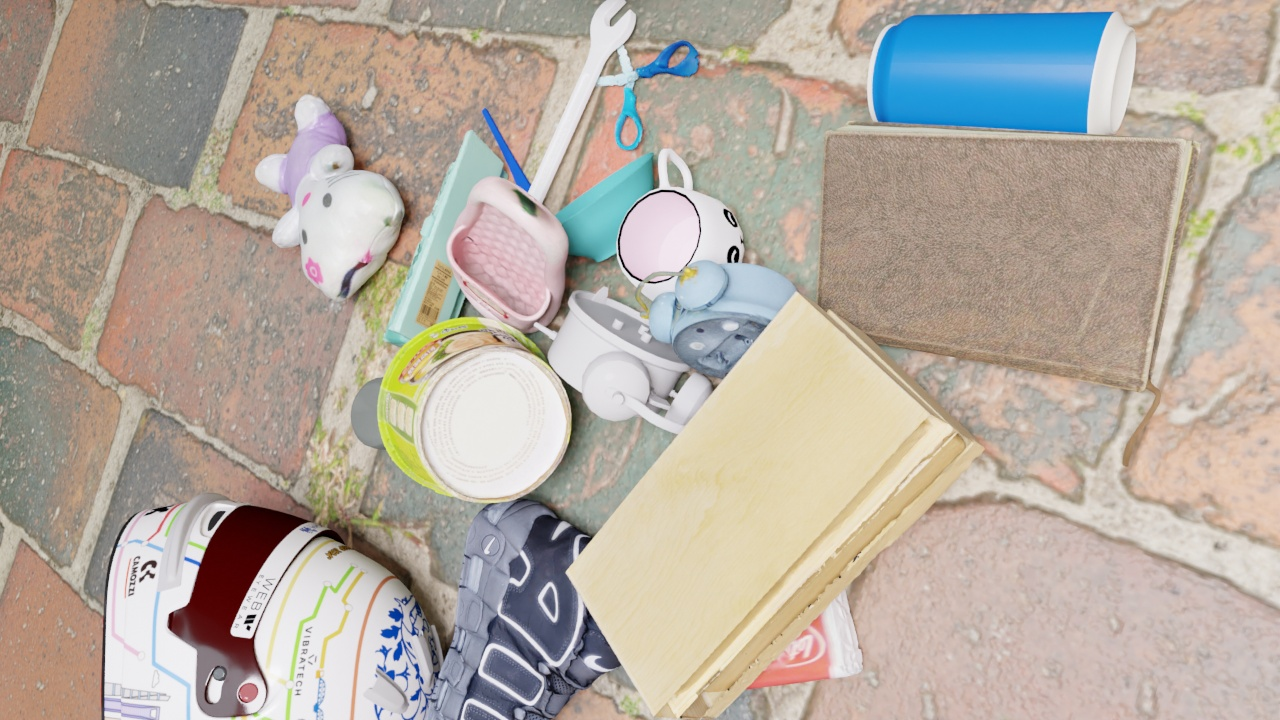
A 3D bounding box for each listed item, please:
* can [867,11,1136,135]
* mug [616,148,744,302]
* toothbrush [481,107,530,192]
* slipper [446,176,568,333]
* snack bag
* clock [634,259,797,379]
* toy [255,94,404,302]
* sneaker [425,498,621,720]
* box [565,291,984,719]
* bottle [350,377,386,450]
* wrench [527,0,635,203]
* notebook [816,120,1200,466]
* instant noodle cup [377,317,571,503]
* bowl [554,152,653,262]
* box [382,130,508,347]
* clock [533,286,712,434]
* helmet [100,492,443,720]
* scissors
[{"bbox_3d":[0.228,-0.179,0.585,0.146,0.078,0.079,13,88,34],"label":"can"},{"bbox_3d":[0.032,-0.099,0.696,0.090,0.076,0.123,-12,74,30],"label":"mug"},{"bbox_3d":[-0.112,-0.169,0.841,0.017,0.011,0.186,-39,62,20],"label":"toothbrush"},{"bbox_3d":[-0.109,-0.074,0.714,0.107,0.222,0.055,37,69,-1],"label":"slipper"},{"bbox_3d":[0.088,0.183,0.629,0.116,0.036,0.077,-19,70,29],"label":"snack bag"},{"bbox_3d":[0.056,-0.030,0.635,0.089,0.124,0.051,134,150,-58],"label":"clock"},{"bbox_3d":[-0.311,-0.158,0.924,0.138,0.085,0.209,-48,58,19],"label":"toy"},{"bbox_3d":[-0.066,0.235,0.686,0.151,0.097,0.252,2,76,31],"label":"sneaker"},{"bbox_3d":[0.072,0.095,0.578,0.249,0.091,0.128,-51,40,16],"label":"box"},{"bbox_3d":[-0.191,0.050,0.790,0.060,0.108,0.060,-7,77,31],"label":"bottle"},{"bbox_3d":[-0.071,-0.193,0.807,0.047,0.009,0.273,25,92,40],"label":"wrench"},{"bbox_3d":[0.215,-0.050,0.577,0.216,0.034,0.190,12,110,34],"label":"notebook"},{"bbox_3d":[-0.123,0.041,0.708,0.098,0.146,0.146,16,89,66],"label":"instant noodle cup"},{"bbox_3d":[-0.027,-0.114,0.740,0.121,0.120,0.046,-28,106,25],"label":"bowl"},{"bbox_3d":[-0.184,-0.103,0.817,0.078,0.112,0.187,15,82,14],"label":"box"},{"bbox_3d":[-0.004,0.004,0.679,0.159,0.119,0.061,43,110,42],"label":"clock"},{"bbox_3d":[-0.280,0.258,0.734,0.236,0.231,0.314,-6,80,-1],"label":"helmet"},{"bbox_3d":[-0.001,-0.243,0.786,0.127,0.014,0.127,-30,60,28],"label":"scissors"}]
